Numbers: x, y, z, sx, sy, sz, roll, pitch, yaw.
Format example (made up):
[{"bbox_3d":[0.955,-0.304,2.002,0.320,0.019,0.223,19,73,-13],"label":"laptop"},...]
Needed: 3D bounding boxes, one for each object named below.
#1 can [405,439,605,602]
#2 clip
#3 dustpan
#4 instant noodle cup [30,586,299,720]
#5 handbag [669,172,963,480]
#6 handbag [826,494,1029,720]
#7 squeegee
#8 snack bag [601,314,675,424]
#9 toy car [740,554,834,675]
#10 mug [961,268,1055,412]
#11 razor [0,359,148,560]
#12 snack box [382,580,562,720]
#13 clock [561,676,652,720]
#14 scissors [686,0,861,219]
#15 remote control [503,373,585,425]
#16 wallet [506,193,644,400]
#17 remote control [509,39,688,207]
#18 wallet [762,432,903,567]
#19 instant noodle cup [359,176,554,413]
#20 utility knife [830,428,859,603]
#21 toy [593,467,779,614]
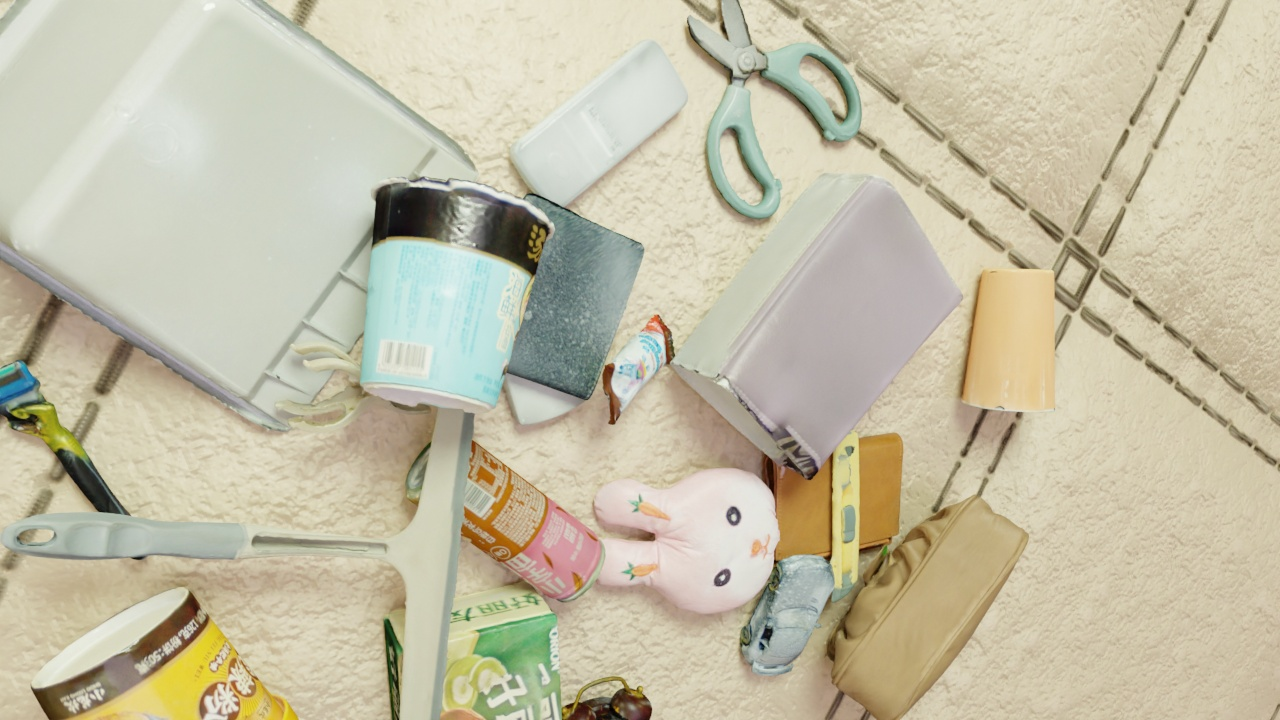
[{"bbox_3d":[-0.093,0.111,0.648,0.147,0.058,0.058,43,82,-26],"label":"can"},{"bbox_3d":[-0.179,0.007,0.586,0.103,0.035,0.089,-16,123,-31],"label":"clip"},{"bbox_3d":[-0.271,-0.119,0.542,0.222,0.143,0.257,-55,146,-5],"label":"dustpan"},{"bbox_3d":[-0.287,0.210,0.552,0.118,0.118,0.114,-29,103,-17],"label":"instant noodle cup"},{"bbox_3d":[0.137,-0.026,0.704,0.145,0.098,0.197,44,80,-25],"label":"handbag"},{"bbox_3d":[0.240,0.209,0.794,0.204,0.100,0.148,-48,160,-10],"label":"handbag"},{"bbox_3d":[-0.231,0.109,0.545,0.246,0.039,0.246,8,84,-27],"label":"squeegee"},{"bbox_3d":[-0.004,0.004,0.663,0.105,0.026,0.045,-47,138,-53],"label":"snack bag"},{"bbox_3d":[0.124,0.214,0.770,0.054,0.036,0.121,7,118,-20],"label":"toy car"},{"bbox_3d":[0.330,-0.020,0.812,0.078,0.078,0.123,0,96,-25],"label":"mug"},{"bbox_3d":[-0.335,0.062,0.544,0.043,0.022,0.143,-22,115,9],"label":"razor"},{"bbox_3d":[-0.119,0.292,0.672,0.114,0.063,0.240,-7,103,-25],"label":"snack box"},{"bbox_3d":[-0.028,0.303,0.722,0.082,0.055,0.122,-7,103,-23],"label":"clock"},{"bbox_3d":[0.107,-0.203,0.696,0.176,0.019,0.174,-21,108,-19],"label":"scissors"},{"bbox_3d":[-0.080,-0.022,0.646,0.056,0.019,0.135,-22,110,-20],"label":"remote control"},{"bbox_3d":[-0.057,-0.042,0.631,0.097,0.019,0.121,21,89,-27],"label":"wallet"},{"bbox_3d":[-0.028,-0.164,0.639,0.135,0.020,0.056,-42,116,-12],"label":"remote control"},{"bbox_3d":[0.166,0.121,0.787,0.131,0.031,0.108,-7,102,-22],"label":"wallet"},{"bbox_3d":[-0.115,-0.033,0.546,0.111,0.111,0.120,13,79,-27],"label":"instant noodle cup"},{"bbox_3d":[0.169,0.118,0.767,0.030,0.019,0.175,-8,97,-30],"label":"utility knife"},{"bbox_3d":[0.037,0.141,0.722,0.159,0.054,0.121,5,99,-18],"label":"toy"}]
